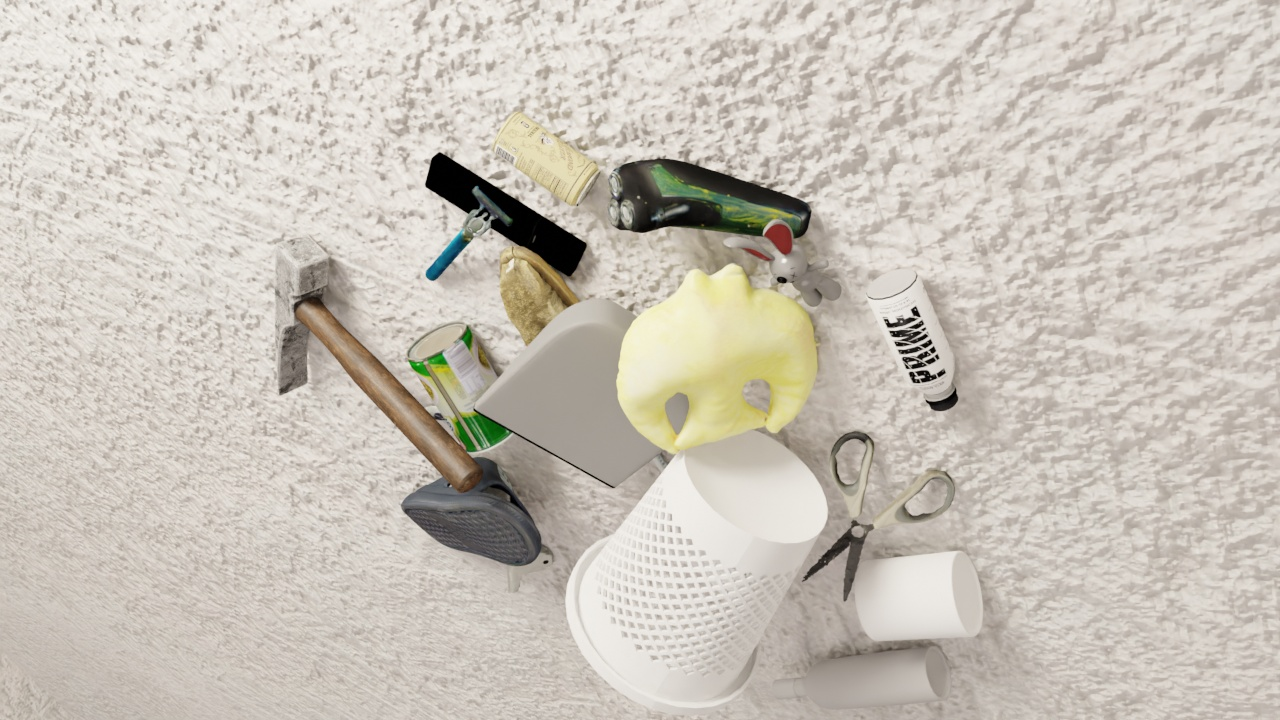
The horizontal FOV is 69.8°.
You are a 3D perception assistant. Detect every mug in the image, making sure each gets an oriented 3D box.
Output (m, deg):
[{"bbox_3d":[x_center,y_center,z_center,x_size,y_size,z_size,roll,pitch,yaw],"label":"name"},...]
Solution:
[{"bbox_3d":[0.264,0.223,0.845,0.091,0.073,0.110,-16,144,36],"label":"mug"}]

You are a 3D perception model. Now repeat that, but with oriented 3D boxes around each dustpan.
[{"bbox_3d":[-0.005,0.005,0.793,0.163,0.033,0.258,33,127,-25],"label":"dustpan"}]

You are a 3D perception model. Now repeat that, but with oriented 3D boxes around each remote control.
[{"bbox_3d":[-0.116,-0.125,0.786,0.150,0.013,0.035,32,138,0],"label":"remote control"}]

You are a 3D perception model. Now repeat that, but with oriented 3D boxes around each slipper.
[{"bbox_3d":[-0.177,0.163,1.019,0.110,0.083,0.269,47,150,-21],"label":"slipper"}]

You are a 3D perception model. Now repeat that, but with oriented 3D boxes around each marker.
[{"bbox_3d":[0.018,0.099,0.903,0.011,0.011,0.152,-16,117,36],"label":"marker"}]

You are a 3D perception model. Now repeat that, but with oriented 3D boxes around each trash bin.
[{"bbox_3d":[0.059,0.174,0.818,0.195,0.195,0.200,29,124,3],"label":"trash bin"}]

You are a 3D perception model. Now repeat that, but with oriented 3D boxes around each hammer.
[{"bbox_3d":[-0.269,0.044,0.919,0.300,0.036,0.218,42,137,19],"label":"hammer"}]

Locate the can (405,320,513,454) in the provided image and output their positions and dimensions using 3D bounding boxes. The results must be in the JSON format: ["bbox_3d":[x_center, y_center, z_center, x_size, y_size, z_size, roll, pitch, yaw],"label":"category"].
[{"bbox_3d":[-0.173,0.028,0.904,0.067,0.067,0.121,-8,122,32],"label":"can"}]

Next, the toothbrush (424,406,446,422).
[{"bbox_3d":[-0.150,0.071,0.962,0.189,0.017,0.016,10,131,19],"label":"toothbrush"}]

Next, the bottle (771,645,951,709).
[{"bbox_3d":[0.223,0.338,0.964,0.196,0.052,0.052,-23,113,39],"label":"bottle"}]

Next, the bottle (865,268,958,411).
[{"bbox_3d":[0.210,-0.012,0.693,0.041,0.041,0.116,-14,119,35],"label":"bottle"}]

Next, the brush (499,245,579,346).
[{"bbox_3d":[-0.071,-0.018,0.816,0.059,0.043,0.195,-20,125,12],"label":"brush"}]

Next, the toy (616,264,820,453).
[{"bbox_3d":[0.063,-0.003,0.728,0.170,0.064,0.155,-10,115,-9],"label":"toy"}]

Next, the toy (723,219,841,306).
[{"bbox_3d":[0.110,-0.071,0.679,0.049,0.030,0.111,-18,145,36],"label":"toy"}]

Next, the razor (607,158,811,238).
[{"bbox_3d":[0.049,-0.111,0.680,0.151,0.067,0.054,12,135,7],"label":"razor"}]

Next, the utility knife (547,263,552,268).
[{"bbox_3d":[-0.080,-0.017,0.854,0.022,0.015,0.179,9,128,21],"label":"utility knife"}]

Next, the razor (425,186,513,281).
[{"bbox_3d":[-0.161,-0.102,0.810,0.042,0.022,0.144,43,142,-12],"label":"razor"}]

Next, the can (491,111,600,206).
[{"bbox_3d":[-0.073,-0.157,0.720,0.079,0.038,0.038,34,134,-2],"label":"can"}]

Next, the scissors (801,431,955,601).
[{"bbox_3d":[0.202,0.136,0.805,0.166,0.012,0.157,-15,100,19],"label":"scissors"}]

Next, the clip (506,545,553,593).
[{"bbox_3d":[-0.137,0.233,1.079,0.052,0.057,0.102,36,140,30],"label":"clip"}]
